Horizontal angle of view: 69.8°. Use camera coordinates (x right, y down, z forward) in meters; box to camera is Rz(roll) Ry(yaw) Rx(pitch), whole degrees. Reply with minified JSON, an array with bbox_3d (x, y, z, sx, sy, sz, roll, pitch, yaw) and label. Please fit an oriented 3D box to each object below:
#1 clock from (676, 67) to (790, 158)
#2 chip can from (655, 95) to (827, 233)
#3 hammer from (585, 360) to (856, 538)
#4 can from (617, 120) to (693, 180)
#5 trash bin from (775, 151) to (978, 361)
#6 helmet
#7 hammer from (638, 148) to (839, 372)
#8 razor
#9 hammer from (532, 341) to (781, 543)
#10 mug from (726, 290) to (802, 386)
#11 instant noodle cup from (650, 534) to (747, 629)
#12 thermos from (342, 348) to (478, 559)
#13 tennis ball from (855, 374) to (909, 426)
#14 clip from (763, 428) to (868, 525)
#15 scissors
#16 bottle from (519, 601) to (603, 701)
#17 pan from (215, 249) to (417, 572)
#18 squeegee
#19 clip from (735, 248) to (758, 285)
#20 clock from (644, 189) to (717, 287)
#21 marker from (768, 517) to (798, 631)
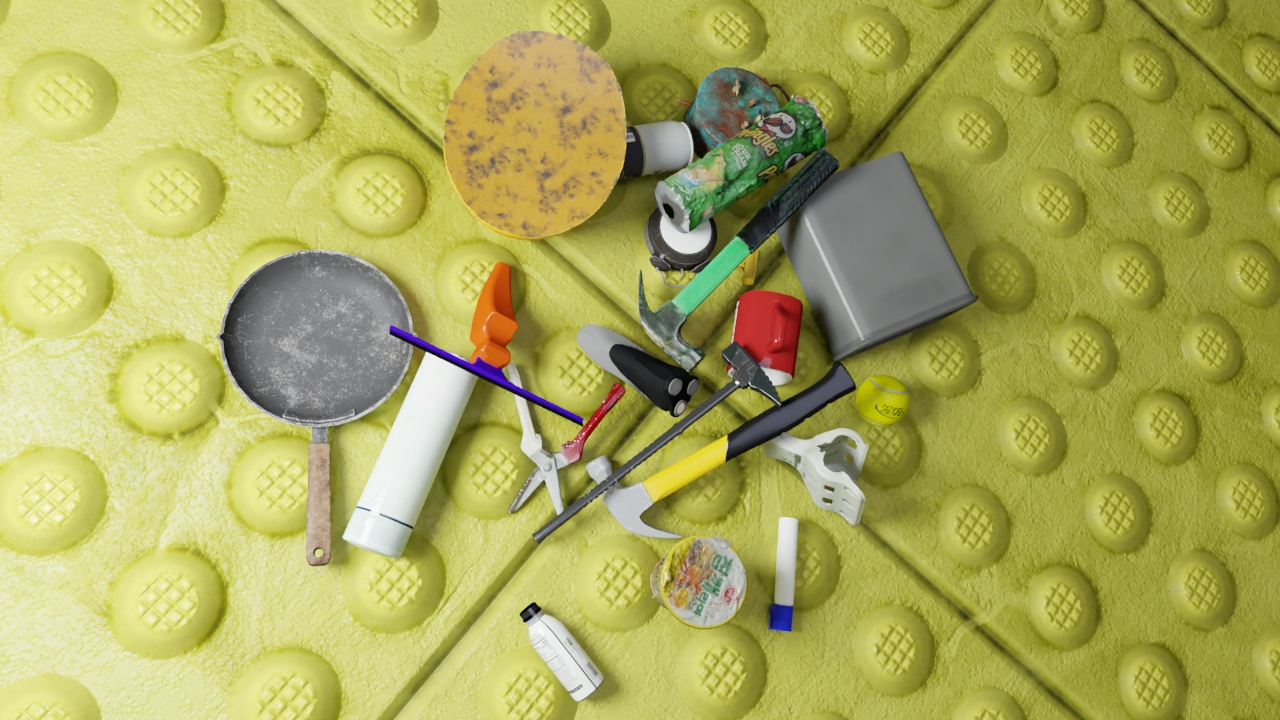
[{"bbox_3d":[0.138,-0.326,1.213,0.157,0.073,0.121,-22,83,-19],"label":"clock"},{"bbox_3d":[0.123,-0.240,1.129,0.223,0.075,0.075,-34,87,-13],"label":"chip can"},{"bbox_3d":[0.106,0.100,1.073,0.323,0.029,0.127,-29,84,0],"label":"hammer"},{"bbox_3d":[0.010,-0.268,1.169,0.127,0.064,0.064,-13,80,-17],"label":"can"},{"bbox_3d":[0.300,-0.136,1.198,0.191,0.098,0.219,-21,82,-18],"label":"trash bin"},{"bbox_3d":[-0.131,-0.243,1.090,0.205,0.131,0.255,17,72,-11],"label":"helmet"},{"bbox_3d":[0.123,-0.140,1.119,0.130,0.032,0.318,44,83,12],"label":"hammer"},{"bbox_3d":[-0.007,0.006,1.106,0.156,0.060,0.057,31,82,9],"label":"razor"},{"bbox_3d":[0.014,0.109,1.049,0.324,0.015,0.095,-37,68,-7],"label":"hammer"},{"bbox_3d":[0.157,-0.031,1.123,0.080,0.116,0.096,12,74,-7],"label":"mug"},{"bbox_3d":[0.057,0.248,1.033,0.102,0.108,0.102,3,76,-14],"label":"instant noodle cup"},{"bbox_3d":[-0.250,0.101,1.011,0.068,0.068,0.229,22,72,-9],"label":"thermos"},{"bbox_3d":[0.309,0.051,1.170,0.065,0.065,0.065,3,76,-14],"label":"tennis ball"},{"bbox_3d":[0.224,0.121,1.109,0.110,0.127,0.150,-35,64,-12],"label":"clip"},{"bbox_3d":[-0.108,0.082,1.071,0.179,0.015,0.199,43,81,9],"label":"scissors"},{"bbox_3d":[-0.090,0.319,1.014,0.041,0.041,0.116,-38,88,-20],"label":"bottle"},{"bbox_3d":[-0.354,0.052,1.011,0.207,0.040,0.356,0,78,-15],"label":"pan"},{"bbox_3d":[-0.168,-0.041,1.054,0.249,0.055,0.184,29,44,-31],"label":"squeegee"},{"bbox_3d":[0.132,-0.129,1.188,0.048,0.046,0.054,21,72,-35],"label":"clip"},{"bbox_3d":[0.053,-0.156,1.164,0.091,0.044,0.122,1,77,-15],"label":"clock"},{"bbox_3d":[0.173,0.257,1.108,0.027,0.023,0.133,4,75,8],"label":"marker"}]
